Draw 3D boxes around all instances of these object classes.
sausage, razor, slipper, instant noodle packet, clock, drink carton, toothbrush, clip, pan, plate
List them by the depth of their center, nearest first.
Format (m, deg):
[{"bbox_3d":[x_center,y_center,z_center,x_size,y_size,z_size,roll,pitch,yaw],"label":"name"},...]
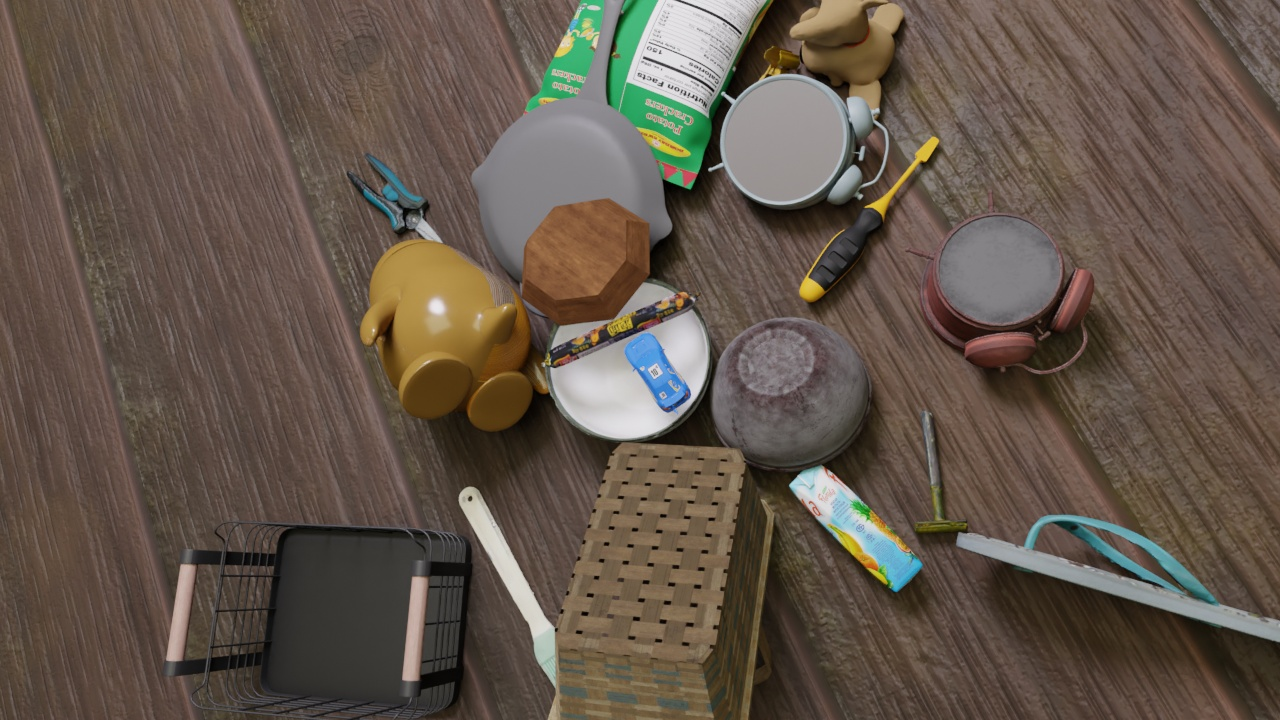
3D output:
[{"bbox_3d":[0.380,0.162,0.708,0.269,0.098,0.054,16,82,8],"label":"slipper"},{"bbox_3d":[0.311,-0.056,0.783,0.120,0.072,0.157,-35,71,4],"label":"clock"},{"bbox_3d":[0.181,0.140,0.784,0.038,0.044,0.129,-45,72,-1],"label":"drink carton"},{"bbox_3d":[0.253,0.095,0.790,0.042,0.026,0.105,-6,72,14],"label":"razor"},{"bbox_3d":[-0.018,-0.027,0.808,0.155,0.020,0.020,-23,73,8],"label":"sausage"},{"bbox_3d":[-0.054,-0.096,0.834,0.131,0.025,0.131,-6,69,16],"label":"plate"},{"bbox_3d":[0.213,-0.131,0.849,0.031,0.031,0.196,40,86,4],"label":"toothbrush"},{"bbox_3d":[0.148,-0.200,0.851,0.159,0.045,0.122,13,102,18],"label":"clock"},{"bbox_3d":[-0.058,-0.214,0.877,0.217,0.024,0.355,17,101,16],"label":"pan"},{"bbox_3d":[0.129,-0.285,0.902,0.039,0.052,0.047,34,116,20],"label":"clip"},{"bbox_3d":[0.014,-0.316,0.908,0.196,0.090,0.252,24,88,17],"label":"instant noodle packet"}]

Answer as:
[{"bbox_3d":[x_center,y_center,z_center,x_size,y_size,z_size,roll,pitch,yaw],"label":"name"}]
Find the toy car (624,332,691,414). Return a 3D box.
[{"bbox_3d":[0.013,0.012,0.769,0.033,0.062,0.092,-35,72,4],"label":"toy car"}]

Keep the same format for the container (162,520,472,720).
[{"bbox_3d":[-0.279,0.232,0.831,0.241,0.130,0.162,0,77,14],"label":"container"}]

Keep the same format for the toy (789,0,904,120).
[{"bbox_3d":[0.192,-0.303,0.859,0.106,0.108,0.134,10,79,33],"label":"toy"}]

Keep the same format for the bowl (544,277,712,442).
[{"bbox_3d":[-0.005,0.005,0.847,0.153,0.073,0.153,-3,75,13],"label":"bowl"}]

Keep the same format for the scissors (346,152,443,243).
[{"bbox_3d":[-0.257,-0.174,0.981,0.129,0.019,0.137,-3,78,13],"label":"scissors"}]

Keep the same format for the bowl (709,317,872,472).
[{"bbox_3d":[0.123,0.017,0.794,0.145,0.067,0.144,-10,58,15],"label":"bowl"}]

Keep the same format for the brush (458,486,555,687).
[{"bbox_3d":[-0.115,0.210,0.859,0.033,0.012,0.217,-35,70,4],"label":"brush"}]

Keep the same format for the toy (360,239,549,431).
[{"bbox_3d":[-0.193,-0.034,0.867,0.163,0.198,0.203,-58,45,17],"label":"toy"}]

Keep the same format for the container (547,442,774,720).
[{"bbox_3d":[0.026,0.206,0.748,0.158,0.187,0.249,2,40,14],"label":"container"}]
